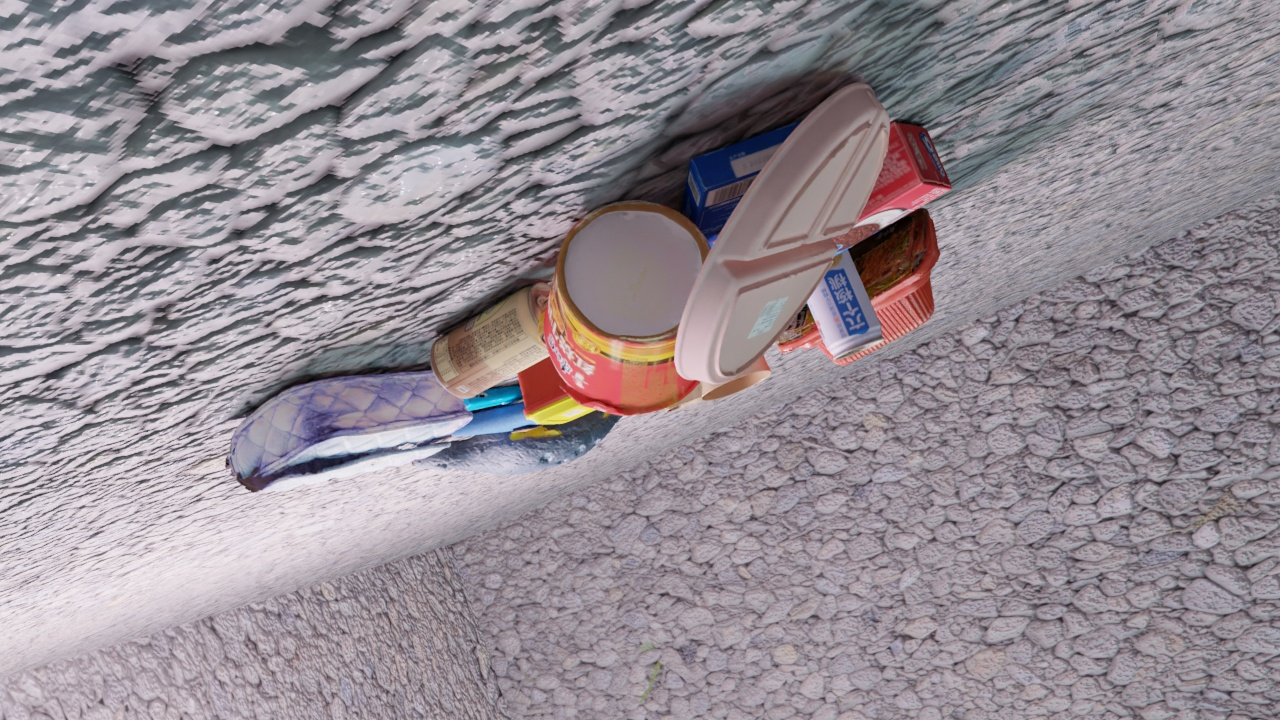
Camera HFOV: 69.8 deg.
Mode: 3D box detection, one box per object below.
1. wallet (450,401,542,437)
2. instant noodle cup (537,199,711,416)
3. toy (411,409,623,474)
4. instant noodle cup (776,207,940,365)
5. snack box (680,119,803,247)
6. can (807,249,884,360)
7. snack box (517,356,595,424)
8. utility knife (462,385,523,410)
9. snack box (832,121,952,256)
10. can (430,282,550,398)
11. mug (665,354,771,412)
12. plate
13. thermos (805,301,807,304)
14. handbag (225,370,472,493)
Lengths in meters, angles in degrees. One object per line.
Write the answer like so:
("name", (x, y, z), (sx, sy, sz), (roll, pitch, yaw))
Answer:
("wallet", (-0.157, 0.071, 1.147), (0.133, 0.040, 0.106), (-13, 175, 23))
("instant noodle cup", (-0.004, -0.042, 0.659), (0.137, 0.138, 0.109), (-19, 161, -12))
("toy", (-0.139, 0.099, 1.276), (0.355, 0.091, 0.138), (-17, -163, -17))
("instant noodle cup", (0.239, -0.071, 0.967), (0.189, 0.079, 0.164), (-33, -162, 29))
("snack box", (0.074, -0.121, 0.676), (0.084, 0.026, 0.157), (-20, 170, -5))
("can", (0.175, -0.071, 0.845), (0.053, 0.134, 0.053), (-21, 171, -4))
("snack box", (-0.081, 0.018, 0.943), (0.082, 0.080, 0.091), (-23, 170, 15))
("utility knife", (-0.147, 0.040, 1.111), (0.034, 0.018, 0.198), (-28, 169, 32))
("snack box", (0.149, -0.118, 0.763), (0.057, 0.058, 0.208), (-6, 163, -47))
("can", (-0.115, -0.015, 0.757), (0.116, 0.058, 0.058), (-26, 169, 28))
("mug", (0.069, -0.011, 1.021), (0.124, 0.103, 0.084), (-20, 166, -4))
("plate", (0.102, -0.077, 0.625), (0.229, 0.028, 0.230), (-48, 162, -22))
("thermos", (0.089, -0.054, 0.946), (0.224, 0.073, 0.073), (-24, 170, 12))
("handbag", (-0.258, 0.065, 0.840), (0.134, 0.075, 0.193), (-28, 168, 34))
